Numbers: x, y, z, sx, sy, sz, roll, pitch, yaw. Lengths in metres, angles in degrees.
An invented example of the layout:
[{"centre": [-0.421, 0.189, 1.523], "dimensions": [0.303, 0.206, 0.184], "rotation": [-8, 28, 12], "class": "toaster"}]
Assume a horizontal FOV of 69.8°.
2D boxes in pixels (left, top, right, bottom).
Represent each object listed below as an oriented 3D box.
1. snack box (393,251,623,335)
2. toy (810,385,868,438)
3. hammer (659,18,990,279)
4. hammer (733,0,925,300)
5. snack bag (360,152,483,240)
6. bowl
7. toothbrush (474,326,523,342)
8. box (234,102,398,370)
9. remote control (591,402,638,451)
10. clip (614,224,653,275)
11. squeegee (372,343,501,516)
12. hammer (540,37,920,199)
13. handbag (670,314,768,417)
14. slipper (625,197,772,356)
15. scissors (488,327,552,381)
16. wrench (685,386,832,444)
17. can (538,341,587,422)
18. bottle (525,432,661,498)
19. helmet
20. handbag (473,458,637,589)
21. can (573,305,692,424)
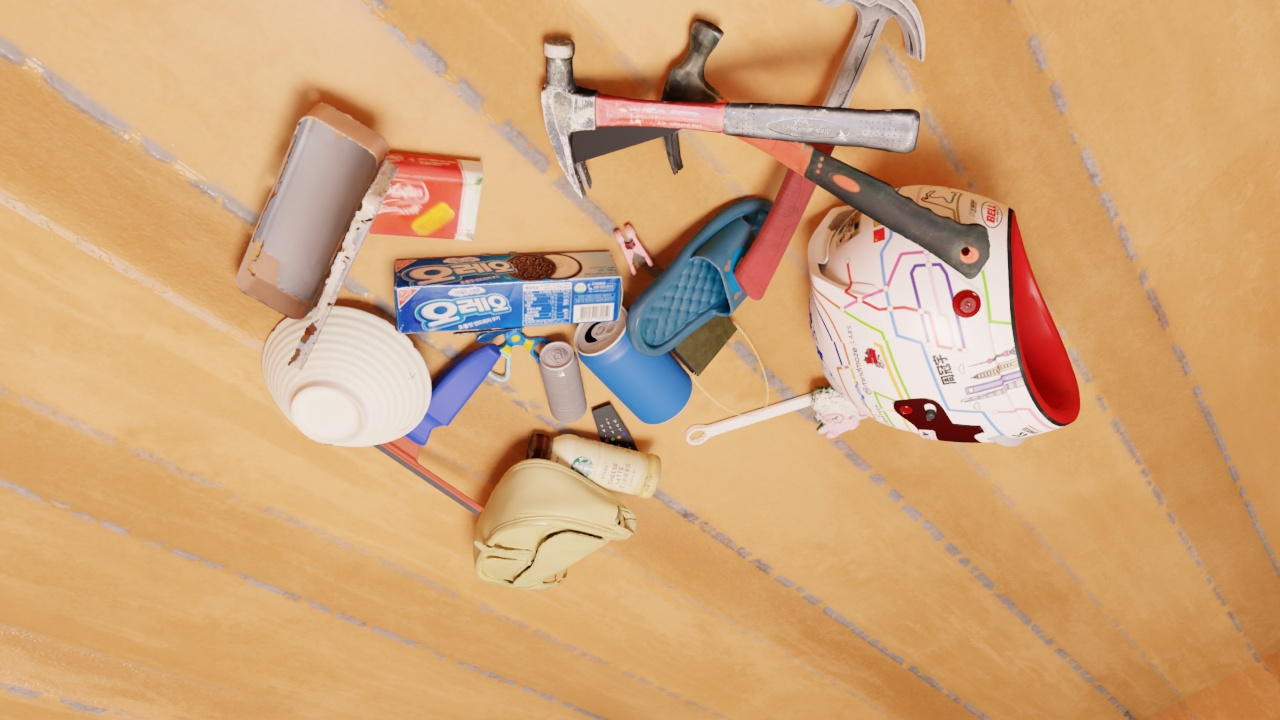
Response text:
[{"centre": [-0.133, -0.070, 0.932], "dimensions": [0.226, 0.059, 0.059], "rotation": [-5, 126, -12], "class": "snack box"}, {"centre": [0.264, 0.065, 1.182], "dimensions": [0.095, 0.041, 0.109], "rotation": [-17, 140, -4], "class": "toy"}, {"centre": [0.167, -0.172, 0.836], "dimensions": [0.333, 0.033, 0.133], "rotation": [29, 120, 4], "class": "hammer"}, {"centre": [0.169, -0.203, 0.885], "dimensions": [0.126, 0.036, 0.316], "rotation": [10, 114, -28], "class": "hammer"}, {"centre": [-0.207, -0.152, 0.855], "dimensions": [0.115, 0.036, 0.077], "rotation": [2, 131, -19], "class": "snack bag"}, {"centre": [-0.309, 0.037, 0.937], "dimensions": [0.177, 0.070, 0.178], "rotation": [1, 124, 2], "class": "bowl"}, {"centre": [-0.115, -0.044, 0.985], "dimensions": [0.132, 0.016, 0.021], "rotation": [-19, 129, -19], "class": "toothbrush"}, {"centre": [-0.291, -0.105, 0.802], "dimensions": [0.105, 0.096, 0.217], "rotation": [33, 126, -9], "class": "box"}, {"centre": [-0.031, 0.097, 1.151], "dimensions": [0.039, 0.010, 0.125], "rotation": [-21, 134, 1], "class": "remote control"}, {"centre": [-0.013, -0.115, 0.961], "dimensions": [0.037, 0.022, 0.058], "rotation": [-23, 128, 7], "class": "clip"}, {"centre": [-0.219, 0.044, 1.015], "dimensions": [0.249, 0.055, 0.185], "rotation": [39, 113, -21], "class": "squeegee"}, {"centre": [0.074, -0.203, 0.806], "dimensions": [0.326, 0.036, 0.141], "rotation": [6, 126, 10], "class": "hammer"}, {"centre": [0.102, 0.007, 1.080], "dimensions": [0.084, 0.027, 0.178], "rotation": [-50, 127, -8], "class": "handbag"}, {"centre": [0.076, -0.080, 0.963], "dimensions": [0.213, 0.059, 0.104], "rotation": [-42, 134, -9], "class": "slipper"}, {"centre": [-0.147, -0.024, 1.007], "dimensions": [0.105, 0.019, 0.132], "rotation": [-31, 132, 4], "class": "scissors"}, {"centre": [0.189, 0.060, 1.187], "dimensions": [0.273, 0.009, 0.047], "rotation": [-17, 134, -2], "class": "wrench"}, {"centre": [-0.087, 0.026, 1.037], "dimensions": [0.044, 0.044, 0.107], "rotation": [-14, 143, -5], "class": "can"}, {"centre": [-0.058, 0.126, 1.126], "dimensions": [0.162, 0.056, 0.057], "rotation": [15, 126, -13], "class": "bottle"}, {"centre": [0.306, -0.037, 0.982], "dimensions": [0.237, 0.230, 0.314], "rotation": [-13, 126, 34], "class": "helmet"}, {"centre": [-0.124, 0.222, 1.142], "dimensions": [0.190, 0.088, 0.234], "rotation": [22, 139, -26], "class": "handbag"}, {"centre": [-0.006, 0.006, 1.030], "dimensions": [0.079, 0.078, 0.146], "rotation": [-32, 132, 12], "class": "can"}]
